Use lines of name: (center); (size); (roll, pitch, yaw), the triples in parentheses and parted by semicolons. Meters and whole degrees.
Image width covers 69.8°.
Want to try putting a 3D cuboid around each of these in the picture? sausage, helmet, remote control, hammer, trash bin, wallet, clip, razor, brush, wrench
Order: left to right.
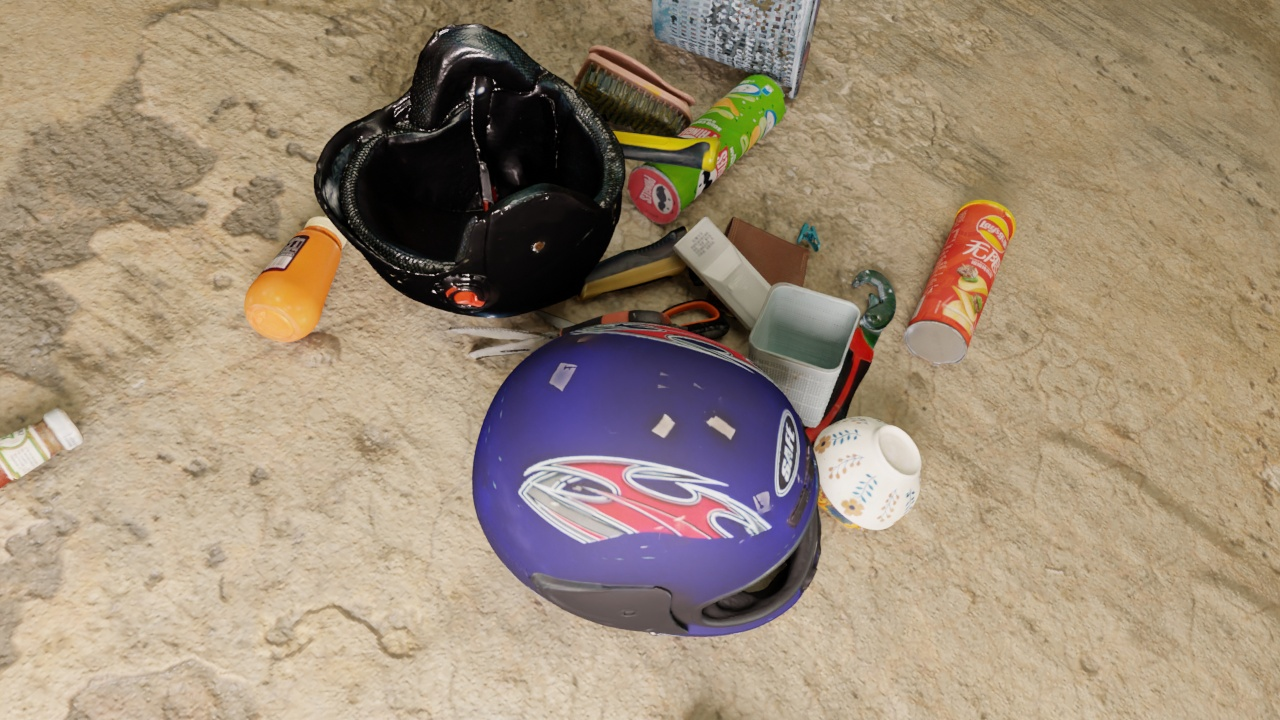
helmet: (-0.149, -0.149, 0.852); (0.274, 0.231, 0.233); (-15, 60, -10)
hammer: (-0.077, -0.238, 0.990); (0.323, 0.032, 0.125); (10, 58, 11)
brush: (-0.003, -0.312, 1.077); (0.145, 0.063, 0.073); (22, 69, -15)
razor: (0.008, -0.096, 0.973); (0.167, 0.062, 0.067); (-19, 98, -19)
helmet: (0.024, 0.096, 0.747); (0.315, 0.241, 0.246); (16, 59, -7)
remote control: (0.093, -0.089, 0.954); (0.049, 0.024, 0.125); (-45, 97, -8)
trash bin: (0.124, -0.457, 1.135); (0.195, 0.227, 0.226); (14, 56, 8)
wallet: (0.132, -0.093, 1.014); (0.101, 0.032, 0.124); (21, 57, -6)
sausage: (0.155, 0.111, 0.901); (0.165, 0.022, 0.021); (40, 58, 10)
clip: (0.193, -0.144, 1.057); (0.038, 0.013, 0.055); (25, 29, -8)
wrench: (0.225, 0.003, 0.988); (0.056, 0.016, 0.272); (27, 57, 1)

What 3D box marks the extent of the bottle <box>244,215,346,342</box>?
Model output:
bottle: (-0.318, -0.087, 0.870); (0.067, 0.067, 0.149); (17, 50, -5)

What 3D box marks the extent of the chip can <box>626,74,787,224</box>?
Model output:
chip can: (0.082, -0.251, 1.068); (0.072, 0.072, 0.235); (39, 58, 9)

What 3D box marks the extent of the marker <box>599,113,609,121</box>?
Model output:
marker: (-0.079, -0.276, 1.074); (0.123, 0.015, 0.018); (-24, 70, -29)

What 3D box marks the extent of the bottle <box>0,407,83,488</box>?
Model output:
bottle: (-0.533, 0.103, 0.695); (0.205, 0.060, 0.060); (-36, 75, -30)

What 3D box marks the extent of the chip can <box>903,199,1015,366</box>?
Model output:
chip can: (0.367, -0.093, 1.051); (0.073, 0.073, 0.216); (31, 57, 4)

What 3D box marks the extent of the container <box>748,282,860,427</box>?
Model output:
container: (0.155, -0.001, 0.907); (0.090, 0.112, 0.090); (19, 56, 13)

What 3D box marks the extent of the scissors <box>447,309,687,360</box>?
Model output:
scissors: (-0.059, -0.016, 0.849); (0.226, 0.190, 0.015); (16, 64, -28)

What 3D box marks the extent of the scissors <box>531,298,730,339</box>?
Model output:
scissors: (0.000, -0.006, 0.932); (0.221, 0.022, 0.228); (42, 60, 16)

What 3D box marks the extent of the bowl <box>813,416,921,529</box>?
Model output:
bowl: (0.230, 0.101, 0.887); (0.113, 0.062, 0.113); (19, 52, -25)
